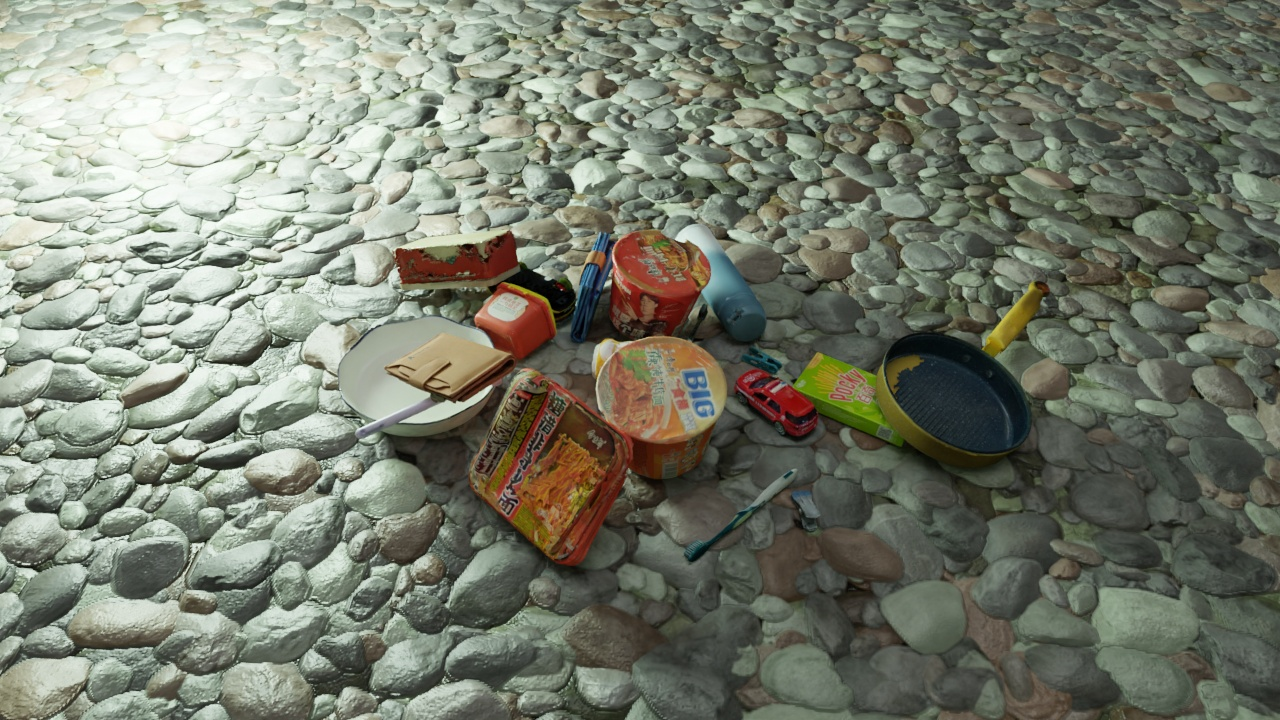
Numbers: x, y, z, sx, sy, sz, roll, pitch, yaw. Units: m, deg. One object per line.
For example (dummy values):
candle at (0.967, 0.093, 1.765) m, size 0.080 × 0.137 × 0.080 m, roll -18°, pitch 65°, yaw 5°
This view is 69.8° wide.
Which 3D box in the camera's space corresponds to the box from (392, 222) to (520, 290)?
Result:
box at (-0.265, -0.150, 1.304) m, size 0.169 × 0.079 × 0.091 m, roll -1°, pitch 21°, yaw 27°

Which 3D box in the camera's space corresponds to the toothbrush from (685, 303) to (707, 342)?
toothbrush at (0.062, -0.019, 1.269) m, size 0.012 × 0.017 × 0.185 m, roll 17°, pitch 45°, yaw 11°

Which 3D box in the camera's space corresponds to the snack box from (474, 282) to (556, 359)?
snack box at (-0.173, -0.053, 1.252) m, size 0.091 × 0.082 × 0.080 m, roll 24°, pitch 55°, yaw 31°

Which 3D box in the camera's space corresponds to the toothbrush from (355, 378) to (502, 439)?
toothbrush at (-0.256, 0.051, 1.111) m, size 0.188 × 0.021 × 0.029 m, roll -25°, pitch 82°, yaw -25°

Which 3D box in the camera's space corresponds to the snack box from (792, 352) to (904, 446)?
snack box at (0.283, 0.049, 1.199) m, size 0.156 × 0.026 × 0.085 m, roll 24°, pitch 46°, yaw 22°

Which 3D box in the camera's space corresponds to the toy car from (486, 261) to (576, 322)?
toy car at (-0.161, -0.102, 1.331) m, size 0.156 × 0.041 × 0.071 m, roll 25°, pitch 47°, yaw 28°

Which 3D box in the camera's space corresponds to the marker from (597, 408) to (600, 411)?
marker at (0.018, 0.070, 1.172) m, size 0.146 × 0.017 × 0.016 m, roll 8°, pitch 43°, yaw 6°

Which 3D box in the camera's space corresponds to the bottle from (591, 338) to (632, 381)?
bottle at (-0.007, 0.007, 1.203) m, size 0.108 × 0.063 × 0.063 m, roll 7°, pitch 43°, yaw 7°

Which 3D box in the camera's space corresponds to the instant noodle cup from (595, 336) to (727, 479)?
instant noodle cup at (0.024, 0.063, 1.095) m, size 0.151 × 0.112 × 0.151 m, roll 0°, pitch 53°, yaw 0°

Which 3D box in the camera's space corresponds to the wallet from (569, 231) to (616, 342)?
wallet at (-0.068, -0.104, 1.291) m, size 0.040 × 0.107 × 0.132 m, roll 16°, pitch 44°, yaw -3°

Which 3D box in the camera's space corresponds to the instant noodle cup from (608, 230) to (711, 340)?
instant noodle cup at (0.018, -0.096, 1.272) m, size 0.138 × 0.109 × 0.137 m, roll 9°, pitch 45°, yaw -9°

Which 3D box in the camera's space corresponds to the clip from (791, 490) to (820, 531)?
clip at (0.193, 0.170, 1.067) m, size 0.024 × 0.028 × 0.056 m, roll -1°, pitch 33°, yaw -6°

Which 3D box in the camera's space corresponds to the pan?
pan at (0.448, -0.001, 1.200) m, size 0.198 × 0.078 × 0.356 m, roll 39°, pitch 49°, yaw 17°

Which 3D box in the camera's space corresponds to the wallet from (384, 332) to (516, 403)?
wallet at (-0.234, 0.008, 1.129) m, size 0.132 × 0.031 × 0.107 m, roll 17°, pitch 39°, yaw 37°

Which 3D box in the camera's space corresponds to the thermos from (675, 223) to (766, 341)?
thermos at (0.117, -0.114, 1.343) m, size 0.070 × 0.070 × 0.220 m, roll -12°, pitch 45°, yaw -16°

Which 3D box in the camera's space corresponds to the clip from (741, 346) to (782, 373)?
clip at (0.167, 0.001, 1.256) m, size 0.056 × 0.014 × 0.041 m, roll 28°, pitch 49°, yaw 27°

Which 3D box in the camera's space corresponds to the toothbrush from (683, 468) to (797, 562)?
toothbrush at (0.119, 0.175, 1.063) m, size 0.191 × 0.016 × 0.018 m, roll -33°, pitch 42°, yaw -31°

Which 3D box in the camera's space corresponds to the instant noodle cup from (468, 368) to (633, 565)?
instant noodle cup at (-0.090, 0.117, 1.028) m, size 0.189 × 0.165 × 0.079 m, roll 35°, pitch 12°, yaw 30°

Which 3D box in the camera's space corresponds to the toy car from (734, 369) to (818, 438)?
toy car at (0.175, 0.050, 1.181) m, size 0.052 × 0.045 × 0.120 m, roll -30°, pitch 49°, yaw -32°

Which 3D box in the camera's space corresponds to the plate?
plate at (-0.284, 0.022, 1.190) m, size 0.205 × 0.046 × 0.204 m, roll 1°, pitch 42°, yaw -1°
